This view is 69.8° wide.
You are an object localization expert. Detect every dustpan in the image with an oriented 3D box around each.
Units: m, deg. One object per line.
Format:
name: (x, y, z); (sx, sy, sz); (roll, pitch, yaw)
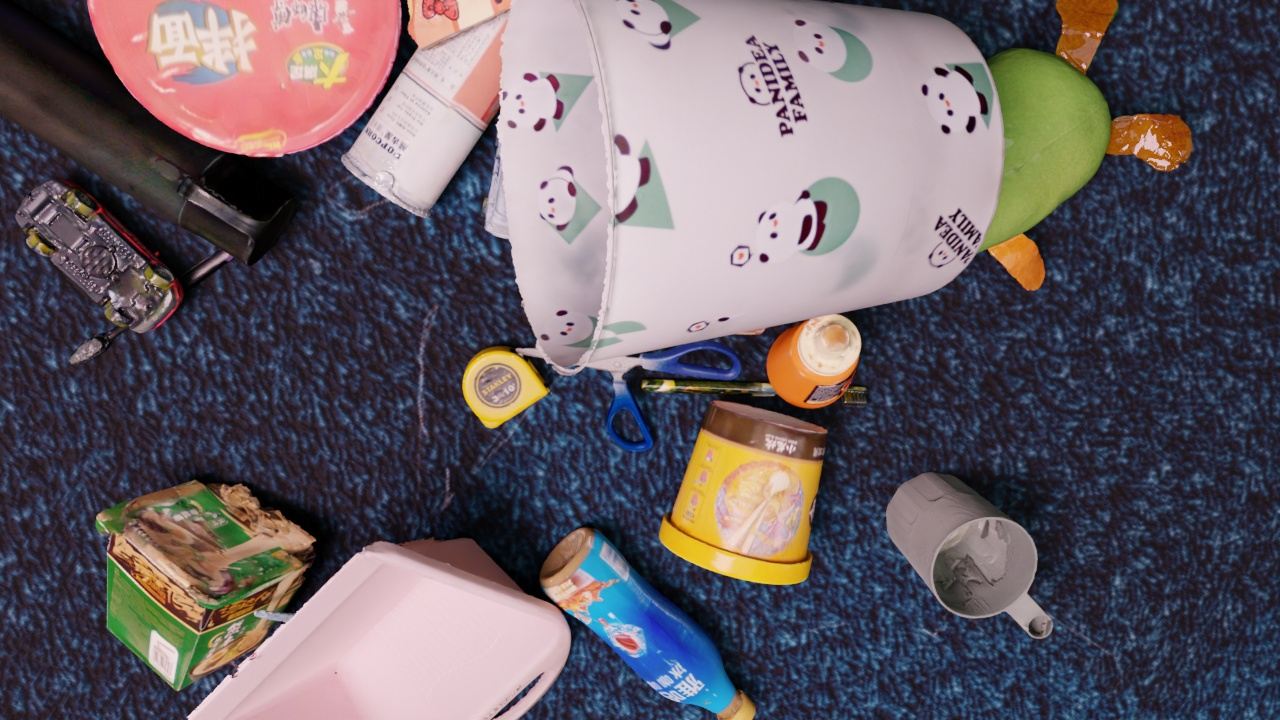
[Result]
dustpan: (-0.167, 0.237, 0.668); (0.223, 0.273, 0.139); (-44, 79, 10)

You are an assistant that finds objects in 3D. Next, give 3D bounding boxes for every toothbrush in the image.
toothbrush: (-0.345, -0.051, 0.675); (0.189, 0.016, 0.014); (-34, 103, 2)
toothbrush: (0.092, 0.026, 0.736); (0.186, 0.012, 0.017); (2, 61, -6)

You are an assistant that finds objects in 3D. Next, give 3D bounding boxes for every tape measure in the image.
tape measure: (-0.108, 0.017, 0.708); (0.060, 0.029, 0.057); (-34, 106, 3)

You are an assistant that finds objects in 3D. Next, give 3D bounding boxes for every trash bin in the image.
trash bin: (0.060, -0.120, 0.565); (0.251, 0.230, 0.230); (-8, 105, -19)

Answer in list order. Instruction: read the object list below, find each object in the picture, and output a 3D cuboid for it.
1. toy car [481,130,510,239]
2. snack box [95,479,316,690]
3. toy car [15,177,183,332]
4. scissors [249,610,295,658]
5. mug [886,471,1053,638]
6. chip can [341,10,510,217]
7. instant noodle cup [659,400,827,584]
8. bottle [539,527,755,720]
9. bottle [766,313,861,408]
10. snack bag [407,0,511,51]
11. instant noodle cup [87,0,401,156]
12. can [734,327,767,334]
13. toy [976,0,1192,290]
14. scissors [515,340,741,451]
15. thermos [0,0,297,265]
toy car: (-0.090, -0.133, 0.671); (0.043, 0.034, 0.091); (13, 101, -5)
snack box: (-0.322, 0.168, 0.672); (0.118, 0.117, 0.106); (31, 109, 17)
toy car: (-0.378, -0.074, 0.650); (0.053, 0.045, 0.120); (-41, 98, 6)
scissors: (-0.248, 0.199, 0.704); (0.134, 0.133, 0.017); (-49, 59, 27)
mug: (0.266, 0.158, 0.741); (0.084, 0.103, 0.124); (-43, 105, 5)
chip can: (-0.116, -0.206, 0.630); (0.071, 0.071, 0.215); (35, 98, -12)
instant noodle cup: (0.084, 0.097, 0.706); (0.118, 0.118, 0.114); (13, 94, -9)
bottle: (0.013, 0.228, 0.754); (0.065, 0.065, 0.218); (-43, 105, 5)
bottle: (0.129, -0.004, 0.660); (0.067, 0.149, 0.066); (0, 81, 3)
snack bag: (-0.110, -0.313, 0.574); (0.129, 0.073, 0.208); (-15, 87, 17)
instant noodle cup: (-0.254, -0.236, 0.612); (0.194, 0.066, 0.194); (-1, 105, -5)
can: (0.038, -0.049, 0.690); (0.116, 0.058, 0.058); (0, 104, -6)
toy: (0.259, -0.151, 0.671); (0.247, 0.090, 0.227); (-31, 104, 6)
scissors: (-0.006, 0.008, 0.688); (0.162, 0.012, 0.176); (-9, 130, 2)
thermos: (-0.352, -0.157, 0.608); (0.242, 0.090, 0.068); (34, 86, -11)
